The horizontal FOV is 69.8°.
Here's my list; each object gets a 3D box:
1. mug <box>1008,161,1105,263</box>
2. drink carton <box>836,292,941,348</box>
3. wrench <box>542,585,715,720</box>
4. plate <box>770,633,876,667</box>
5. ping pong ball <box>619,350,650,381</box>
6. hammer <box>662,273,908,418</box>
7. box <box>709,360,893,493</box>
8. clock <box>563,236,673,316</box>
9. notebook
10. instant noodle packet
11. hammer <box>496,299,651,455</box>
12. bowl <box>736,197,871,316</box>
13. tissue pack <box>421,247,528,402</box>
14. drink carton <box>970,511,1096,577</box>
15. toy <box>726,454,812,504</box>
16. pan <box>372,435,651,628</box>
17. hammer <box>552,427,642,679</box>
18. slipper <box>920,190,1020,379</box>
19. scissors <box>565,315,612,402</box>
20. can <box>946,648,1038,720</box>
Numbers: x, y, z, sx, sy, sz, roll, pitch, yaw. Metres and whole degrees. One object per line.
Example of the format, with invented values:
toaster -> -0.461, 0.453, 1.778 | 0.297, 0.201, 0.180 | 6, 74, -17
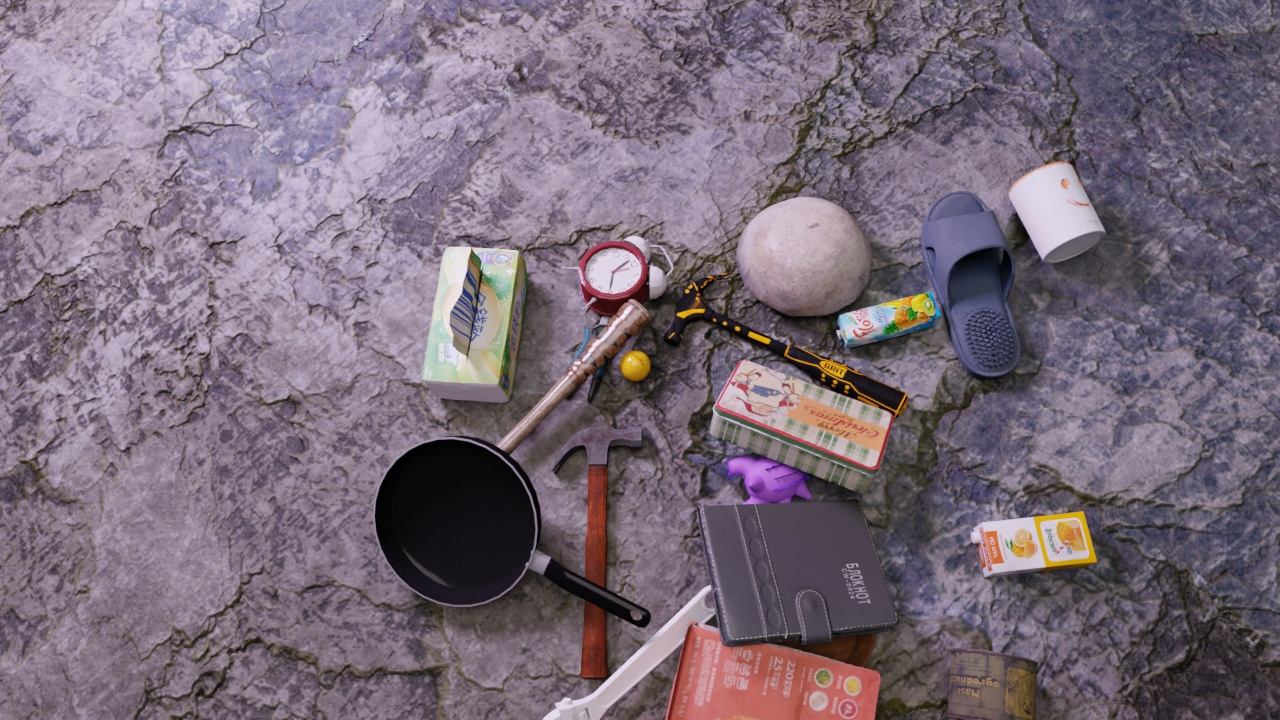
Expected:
mug -> 0.537, -0.190, 1.184 | 0.082, 0.082, 0.105 | -17, 70, -1
drink carton -> 0.316, -0.052, 1.175 | 0.129, 0.039, 0.044 | -14, 69, -1
wrench -> -0.006, 0.355, 1.054 | 0.273, 0.018, 0.066 | -39, 106, -13
plate -> 0.204, 0.314, 1.058 | 0.131, 0.025, 0.131 | -2, 70, 4
ping pong ball -> -0.007, 0.007, 1.181 | 0.040, 0.040, 0.040 | -2, 70, 4
hammer -> 0.191, -0.013, 1.177 | 0.321, 0.036, 0.123 | 26, 72, 16
box -> 0.195, 0.075, 1.110 | 0.205, 0.050, 0.117 | 22, 44, 13
clock -> -0.025, -0.114, 1.217 | 0.137, 0.048, 0.096 | -23, 65, -9
notebook -> 0.177, 0.237, 1.040 | 0.209, 0.030, 0.169 | -2, 56, -14
instant noodle packet -> 0.140, 0.392, 0.999 | 0.221, 0.084, 0.164 | 12, 79, 7
hammer -> -0.109, 0.045, 1.159 | 0.121, 0.049, 0.318 | 42, 84, 20
bowl -> 0.215, -0.150, 1.187 | 0.178, 0.081, 0.178 | -2, 62, 4
tissue pack -> -0.214, -0.058, 1.169 | 0.120, 0.141, 0.197 | -2, 70, 4
drink carton -> 0.453, 0.214, 1.065 | 0.122, 0.040, 0.058 | -7, 69, 2
toy -> 0.160, 0.143, 1.108 | 0.088, 0.056, 0.106 | -14, 80, -13
pan -> -0.148, 0.220, 1.080 | 0.356, 0.044, 0.204 | 25, 101, 8
hammer -> -0.054, 0.228, 1.112 | 0.111, 0.028, 0.300 | -1, 70, 4
slipper -> 0.424, -0.108, 1.165 | 0.101, 0.082, 0.263 | -7, 70, 5
scissors -> -0.065, -0.013, 1.205 | 0.144, 0.019, 0.126 | -27, 69, -7
can -> 0.380, 0.358, 0.993 | 0.090, 0.090, 0.074 | 8, 71, 8
